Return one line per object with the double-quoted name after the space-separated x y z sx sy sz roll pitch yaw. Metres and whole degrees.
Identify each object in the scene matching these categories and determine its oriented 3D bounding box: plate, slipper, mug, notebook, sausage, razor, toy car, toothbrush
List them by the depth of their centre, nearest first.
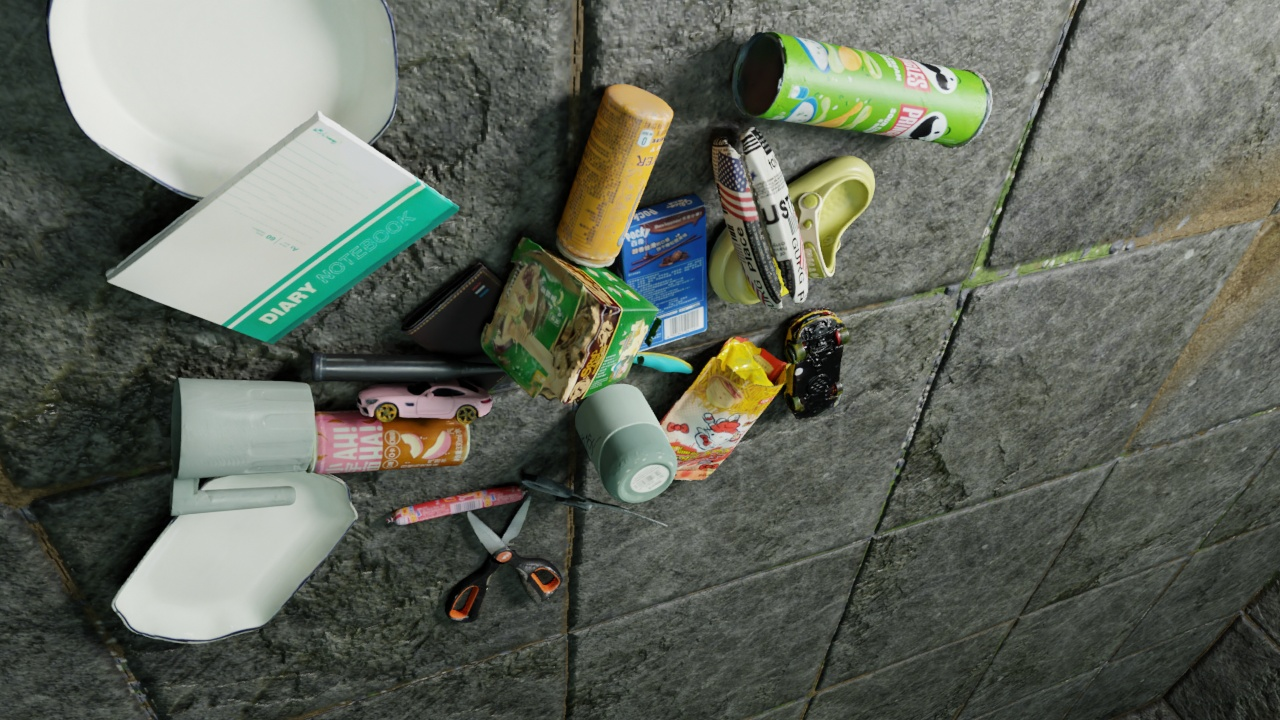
-0.264 -0.200 0.597 0.204 0.045 0.205 -15 135 -16 "plate"
-0.260 -0.089 0.683 0.209 0.012 0.150 -31 152 17 "notebook"
-0.342 0.074 0.783 0.103 0.083 0.124 0 115 -32 "mug"
-0.184 0.009 0.828 0.212 0.027 0.026 2 158 -17 "toothbrush"
-0.198 0.035 0.846 0.122 0.056 0.037 2 102 -20 "toy car"
0.153 -0.118 0.882 0.190 0.081 0.091 -38 135 5 "slipper"
-0.397 0.184 0.901 0.162 0.034 0.266 25 116 -42 "plate"
-0.006 0.006 0.949 0.132 0.028 0.043 -1 154 -24 "razor"
-0.016 0.100 0.977 0.082 0.106 0.112 -10 135 -22 "mug"
-0.197 0.156 0.996 0.155 0.020 0.020 -9 134 -21 "sausage"
0.197 0.008 1.053 0.071 0.041 0.156 -20 135 -11 "toy car"

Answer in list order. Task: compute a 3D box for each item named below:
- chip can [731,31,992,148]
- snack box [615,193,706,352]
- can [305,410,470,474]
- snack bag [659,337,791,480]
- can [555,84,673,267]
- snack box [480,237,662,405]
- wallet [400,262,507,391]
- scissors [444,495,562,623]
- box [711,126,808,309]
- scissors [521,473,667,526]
0.196 -0.233 0.799 0.235 0.072 0.072 0 130 -28 "chip can"
0.021 -0.080 0.882 0.084 0.026 0.157 -18 137 -13 "snack box"
-0.239 0.075 0.865 0.147 0.058 0.058 0 130 -29 "can"
0.077 0.068 1.040 0.128 0.073 0.208 4 136 -32 "snack bag"
-0.024 -0.152 0.765 0.058 0.058 0.146 1 130 -30 "can"
-0.057 -0.034 0.824 0.105 0.117 0.118 -7 130 -52 "snack box"
-0.146 -0.028 0.848 0.096 0.020 0.122 -37 140 8 "wallet"
-0.168 0.248 1.098 0.224 0.021 0.221 -39 138 11 "scissors"
0.097 -0.120 0.816 0.079 0.074 0.163 -13 110 18 "box"
-0.055 0.154 0.994 0.172 0.014 0.160 23 164 -2 "scissors"
